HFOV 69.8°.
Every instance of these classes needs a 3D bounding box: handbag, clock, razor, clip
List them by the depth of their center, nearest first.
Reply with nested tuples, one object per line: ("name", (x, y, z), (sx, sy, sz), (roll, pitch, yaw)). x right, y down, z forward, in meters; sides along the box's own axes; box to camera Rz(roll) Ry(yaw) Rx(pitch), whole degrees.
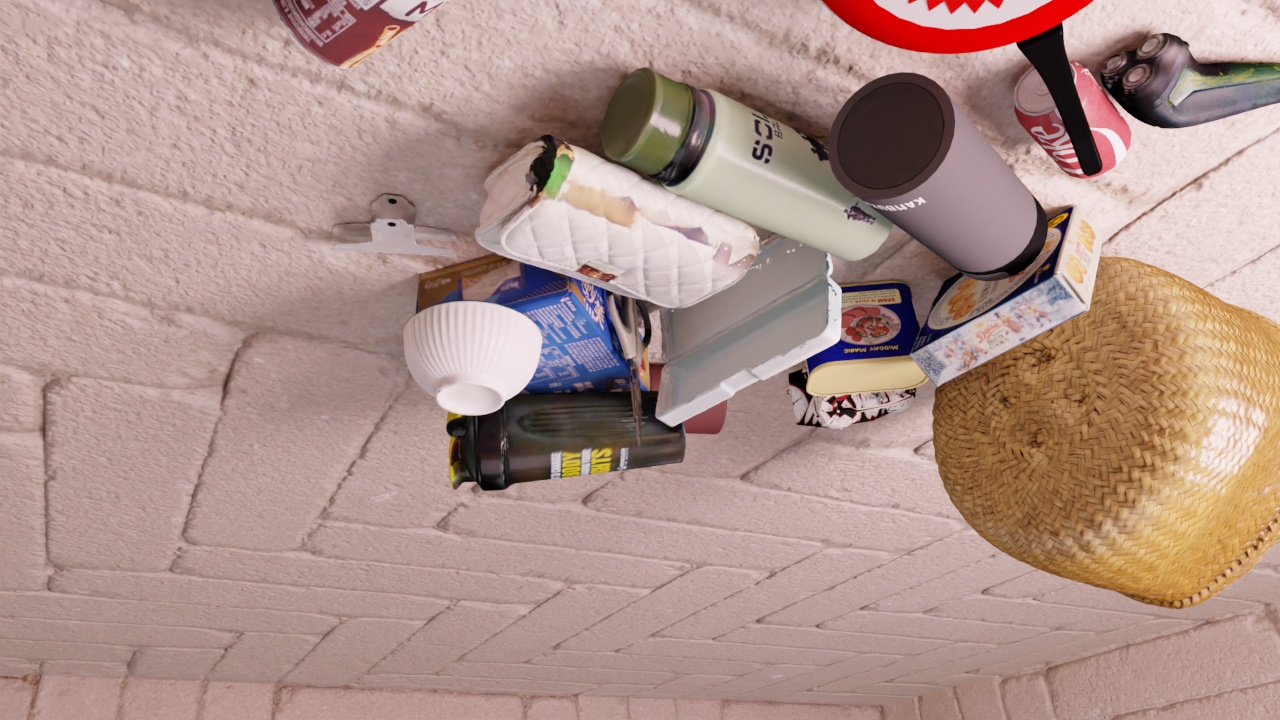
("razor", (0.402, -0.200, 0.648), (0.151, 0.053, 0.067), (-6, 129, -8))
("handbag", (-0.021, -0.097, 0.710), (0.194, 0.072, 0.139), (16, 162, -32))
("clip", (-0.201, -0.101, 0.746), (0.101, 0.050, 0.059), (1, 163, -10))
("clock", (0.216, 0.026, 0.943), (0.114, 0.065, 0.155), (-14, -170, -12))

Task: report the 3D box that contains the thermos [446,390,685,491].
("thermos", (-0.071, 0.069, 0.871), (0.220, 0.098, 0.098), (-4, 150, -7))

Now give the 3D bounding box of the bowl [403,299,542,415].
("bowl", (-0.143, 0.006, 0.779), (0.118, 0.062, 0.118), (-2, 150, -1))

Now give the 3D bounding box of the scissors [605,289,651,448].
("scissors", (-0.013, -0.003, 0.819), (0.013, 0.170, 0.121), (-19, 120, 25))

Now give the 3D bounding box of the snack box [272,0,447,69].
("snack box", (-0.140, -0.222, 0.511), (0.122, 0.072, 0.072), (-22, 146, 29))

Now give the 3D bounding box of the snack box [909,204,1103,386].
("snack box", (0.317, -0.057, 0.794), (0.042, 0.144, 0.145), (48, 132, -6))

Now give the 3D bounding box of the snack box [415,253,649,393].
("snack box", (-0.095, -0.019, 0.872), (0.155, 0.069, 0.203), (-13, 148, 15))

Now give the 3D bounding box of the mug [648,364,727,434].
("mug", (0.041, 0.043, 1.007), (0.082, 0.073, 0.106), (2, 178, -11))

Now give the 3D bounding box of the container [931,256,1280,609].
("container", (0.423, 0.056, 0.850), (0.196, 0.306, 0.308), (18, 144, -26))

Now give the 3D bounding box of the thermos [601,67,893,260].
("thermos", (0.080, -0.142, 0.678), (0.231, 0.082, 0.083), (15, 145, -30))

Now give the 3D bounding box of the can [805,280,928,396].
("can", (0.211, -0.022, 0.881), (0.116, 0.092, 0.057), (-5, 150, 1))

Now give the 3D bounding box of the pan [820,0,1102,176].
("pan", (0.217, -0.215, 0.525), (0.209, 0.067, 0.356), (-18, 134, 30))

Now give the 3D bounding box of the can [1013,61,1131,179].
("can", (0.313, -0.175, 0.667), (0.054, 0.054, 0.096), (-29, 142, 36))

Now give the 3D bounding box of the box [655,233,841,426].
("box", (0.089, -0.032, 0.806), (0.040, 0.134, 0.198), (32, 136, -31))

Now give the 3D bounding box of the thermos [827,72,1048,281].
("thermos", (0.225, -0.122, 0.666), (0.082, 0.082, 0.240), (-24, 158, 31))
